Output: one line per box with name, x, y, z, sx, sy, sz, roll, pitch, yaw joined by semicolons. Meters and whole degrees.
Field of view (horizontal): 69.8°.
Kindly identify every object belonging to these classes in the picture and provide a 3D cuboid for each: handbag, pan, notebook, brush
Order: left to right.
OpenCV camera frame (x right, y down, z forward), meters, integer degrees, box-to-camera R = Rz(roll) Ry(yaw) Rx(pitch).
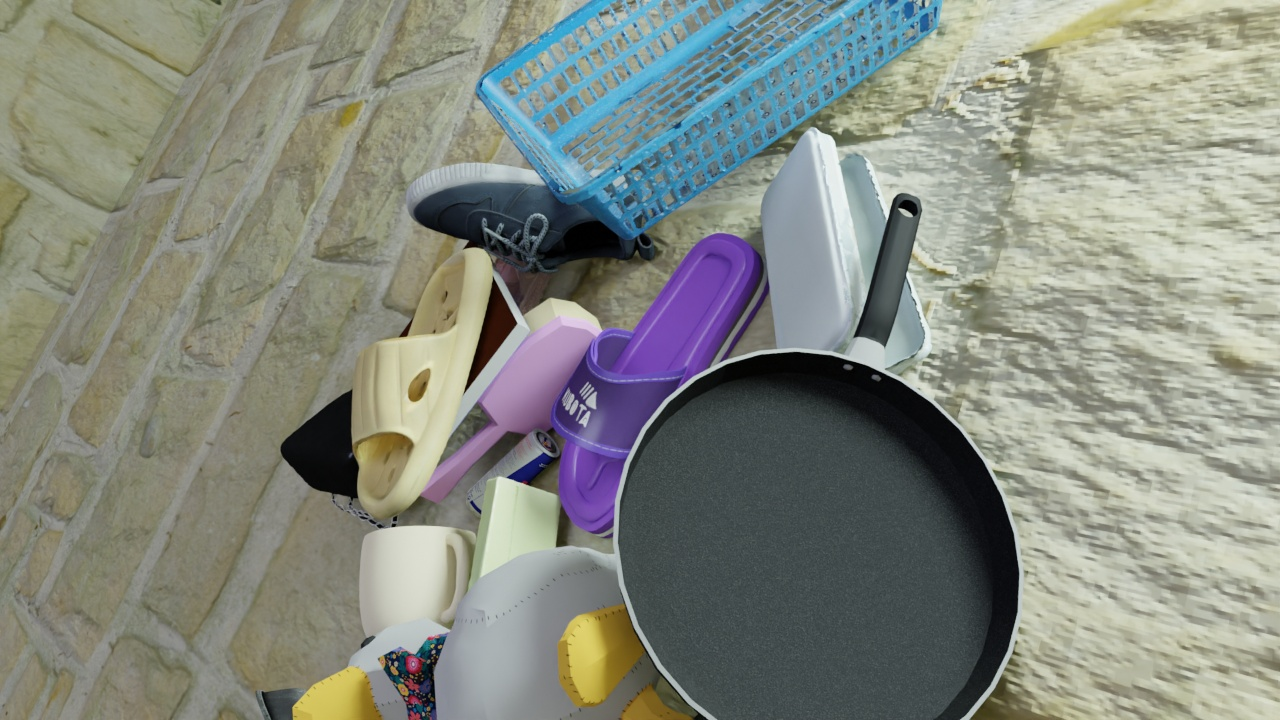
pan;-0.225;0.300;0.632;0.055;0.358;0.187;-30;77;-24
handbag;-0.274;0.093;0.956;0.154;0.115;0.124;-4;40;46
notebook;-0.181;-0.008;0.848;0.172;0.022;0.209;-52;32;10
brush;-0.120;0.041;0.820;0.229;0.089;0.043;-43;39;15
pan;0.117;0.046;0.531;0.034;0.225;0.355;109;-178;-64

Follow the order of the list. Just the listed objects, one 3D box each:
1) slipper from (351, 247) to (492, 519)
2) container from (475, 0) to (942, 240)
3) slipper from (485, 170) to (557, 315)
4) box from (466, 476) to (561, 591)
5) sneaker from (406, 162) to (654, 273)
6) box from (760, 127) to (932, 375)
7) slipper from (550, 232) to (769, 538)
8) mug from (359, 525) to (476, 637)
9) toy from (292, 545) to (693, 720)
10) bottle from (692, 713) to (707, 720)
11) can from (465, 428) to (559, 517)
slipper;-0.197;0.003;0.769;0.112;0.079;0.260;-23;44;46
container;0.059;-0.259;0.775;0.362;0.089;0.257;-35;43;0
slipper;-0.138;-0.097;0.942;0.094;0.064;0.239;5;71;45
box;-0.118;0.193;0.731;0.092;0.083;0.187;-16;56;31
sneaker;-0.104;-0.126;0.856;0.235;0.089;0.087;1;60;4
box;0.123;-0.075;0.668;0.123;0.083;0.215;-28;49;24
slipper;-0.004;0.004;0.734;0.107;0.084;0.266;32;89;49
mug;-0.180;0.196;0.773;0.120;0.096;0.099;-22;62;41
toy;-0.076;0.194;0.587;0.268;0.246;0.141;-9;103;50
bottle;0.056;0.260;0.529;0.072;0.071;0.206;-21;53;34
can;-0.115;0.102;0.819;0.095;0.032;0.032;-43;43;15
